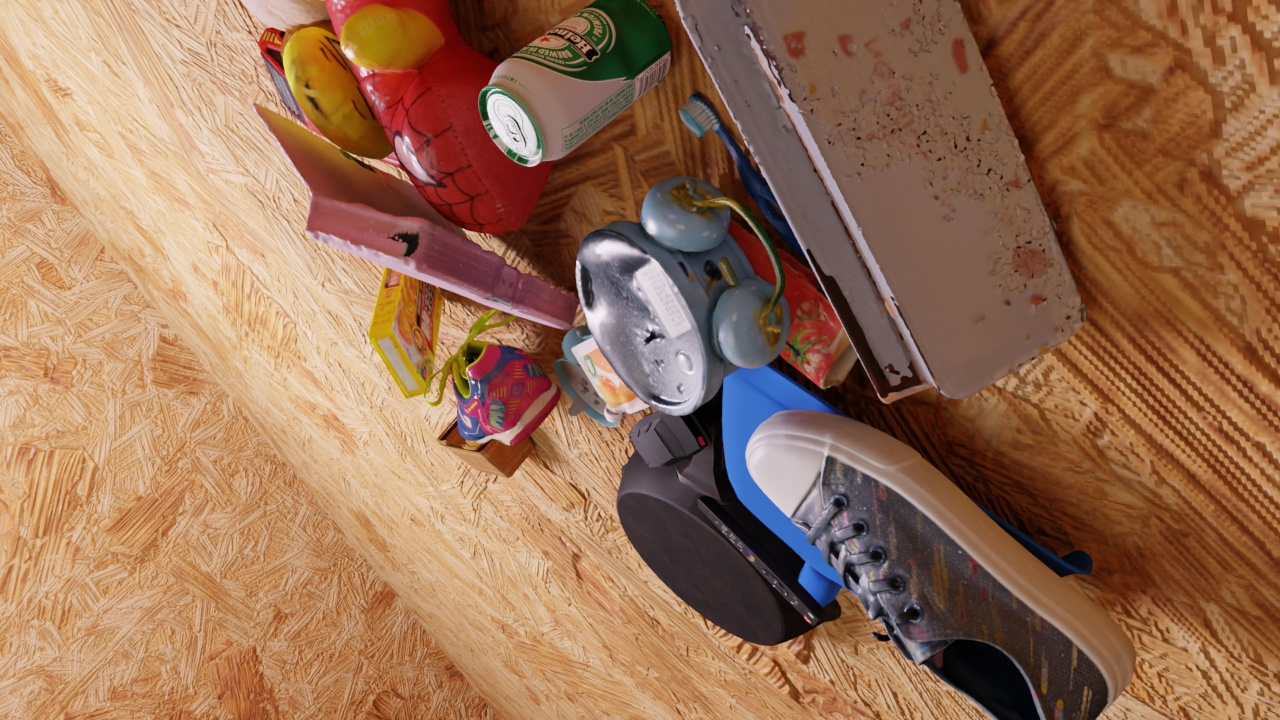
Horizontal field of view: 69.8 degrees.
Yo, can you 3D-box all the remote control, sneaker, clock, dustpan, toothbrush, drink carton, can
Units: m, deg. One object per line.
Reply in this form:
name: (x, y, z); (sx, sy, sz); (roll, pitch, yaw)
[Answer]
remote control: (0.089, 0.148, 0.691); (0.125, 0.010, 0.039); (44, 166, 20)
sneaker: (0.147, 0.116, 0.498); (0.235, 0.079, 0.088); (37, 144, 18)
clock: (0.024, -0.035, 0.515); (0.118, 0.060, 0.162); (60, 152, -1)
sneaker: (-0.142, 0.014, 0.847); (0.091, 0.116, 0.242); (44, 165, -15)
dustpan: (0.139, 0.117, 0.629); (0.245, 0.059, 0.258); (35, 142, 20)
toothbrush: (0.067, -0.089, 0.491); (0.132, 0.016, 0.021); (49, 158, -4)
clock: (-0.032, 0.013, 0.748); (0.087, 0.041, 0.123); (44, 155, 4)
drink carton: (-0.004, 0.004, 0.672); (0.122, 0.038, 0.069); (-24, 99, 52)
can: (-0.030, -0.143, 0.461); (0.053, 0.101, 0.053); (35, 152, 22)

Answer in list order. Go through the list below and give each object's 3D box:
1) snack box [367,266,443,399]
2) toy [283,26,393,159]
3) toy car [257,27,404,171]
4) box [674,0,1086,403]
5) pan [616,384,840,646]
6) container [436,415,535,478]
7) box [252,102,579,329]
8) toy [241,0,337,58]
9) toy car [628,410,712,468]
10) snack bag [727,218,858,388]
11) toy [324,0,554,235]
snack box: (-0.216, -0.040, 0.854); (0.152, 0.025, 0.075); (-99, -10, -52)
toy: (-0.197, -0.177, 0.610); (0.095, 0.041, 0.094); (59, -165, -12)
toy car: (-0.224, -0.203, 0.715); (0.189, 0.056, 0.082); (28, 149, 28)
box: (0.096, -0.086, 0.407); (0.216, 0.094, 0.107); (57, 175, -22)
pan: (0.055, 0.134, 0.787); (0.249, 0.043, 0.357); (29, 149, 30)
container: (-0.173, 0.092, 1.047); (0.061, 0.063, 0.114); (50, 154, -25)
box: (-0.155, -0.085, 0.654); (0.179, 0.059, 0.232); (36, -175, 20)
toy: (-0.244, -0.275, 0.621); (0.133, 0.076, 0.176); (9, 135, 31)
toy car: (0.018, 0.059, 0.687); (0.042, 0.036, 0.092); (55, 147, 0)
snack bag: (0.063, -0.048, 0.540); (0.155, 0.044, 0.087); (42, 155, 22)
toy: (-0.128, -0.173, 0.552); (0.216, 0.099, 0.147); (55, -170, -14)
